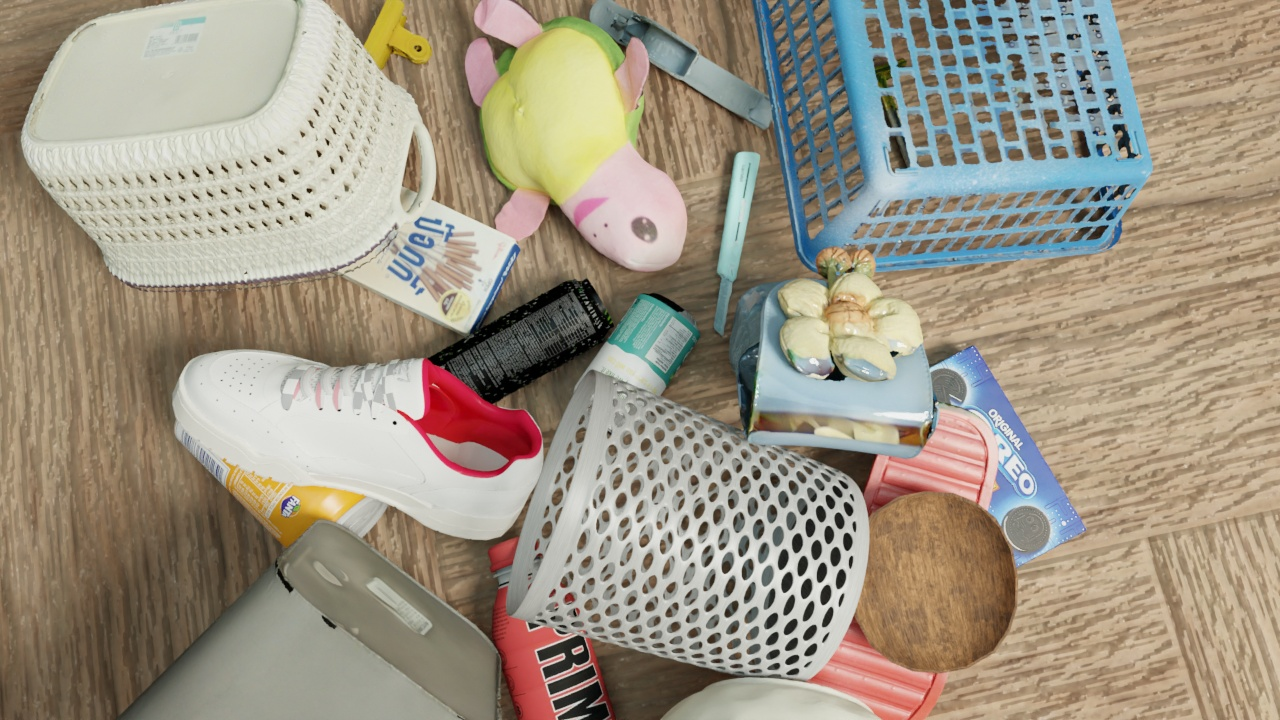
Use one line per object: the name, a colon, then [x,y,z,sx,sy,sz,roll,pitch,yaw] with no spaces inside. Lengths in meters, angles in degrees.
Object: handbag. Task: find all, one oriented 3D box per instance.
handbag: [0.119,-0.012,0.588,0.122,0.191,0.119,6,110,4]

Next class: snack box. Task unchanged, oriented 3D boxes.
snack box: [0.240,0.073,0.654,0.082,0.027,0.150,-29,80,-2]
snack box: [-0.176,-0.084,0.700,0.150,0.026,0.082,26,81,7]

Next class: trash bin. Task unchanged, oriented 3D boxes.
trash bin: [0.029,0.110,0.577,0.183,0.157,0.156,20,80,-10]
trash bin: [-0.210,0.233,0.534,0.197,0.197,0.220,40,87,-8]

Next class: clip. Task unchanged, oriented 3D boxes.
clip: [0.015,-0.226,0.661,0.173,0.164,0.031,34,105,12]
clip: [-0.195,-0.257,0.737,0.048,0.046,0.054,13,77,38]

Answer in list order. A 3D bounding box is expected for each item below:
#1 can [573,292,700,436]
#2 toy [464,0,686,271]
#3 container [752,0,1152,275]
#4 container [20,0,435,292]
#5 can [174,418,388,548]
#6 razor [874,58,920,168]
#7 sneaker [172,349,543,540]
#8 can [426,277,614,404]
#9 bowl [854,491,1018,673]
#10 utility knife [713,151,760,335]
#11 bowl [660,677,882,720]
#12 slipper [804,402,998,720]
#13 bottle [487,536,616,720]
can: [-0.004,0.004,0.662,0.055,0.055,0.101,33,82,8]
toy: [-0.051,-0.166,0.676,0.238,0.087,0.191,51,122,10]
container: [0.219,-0.254,0.661,0.257,0.089,0.362,-6,79,-10]
container: [-0.287,-0.154,0.640,0.252,0.143,0.184,-3,60,11]
can: [-0.251,0.071,0.646,0.142,0.079,0.079,41,83,9]
razor: [0.199,-0.178,0.707,0.042,0.026,0.106,-18,83,-4]
sneaker: [-0.172,0.031,0.593,0.236,0.105,0.090,24,39,-10]
can: [-0.089,-0.009,0.668,0.137,0.054,0.054,-30,79,-4]
bowl: [0.183,0.137,0.581,0.102,0.026,0.114,-5,92,6]
utility knife: [0.070,-0.091,0.699,0.022,0.015,0.147,15,80,-27]
bowl: [0.087,0.242,0.562,0.188,0.220,0.060,33,49,-27]
slipper: [0.171,0.147,0.626,0.103,0.059,0.249,19,95,5]
bottle: [-0.061,0.206,0.622,0.062,0.062,0.176,-19,79,-2]
